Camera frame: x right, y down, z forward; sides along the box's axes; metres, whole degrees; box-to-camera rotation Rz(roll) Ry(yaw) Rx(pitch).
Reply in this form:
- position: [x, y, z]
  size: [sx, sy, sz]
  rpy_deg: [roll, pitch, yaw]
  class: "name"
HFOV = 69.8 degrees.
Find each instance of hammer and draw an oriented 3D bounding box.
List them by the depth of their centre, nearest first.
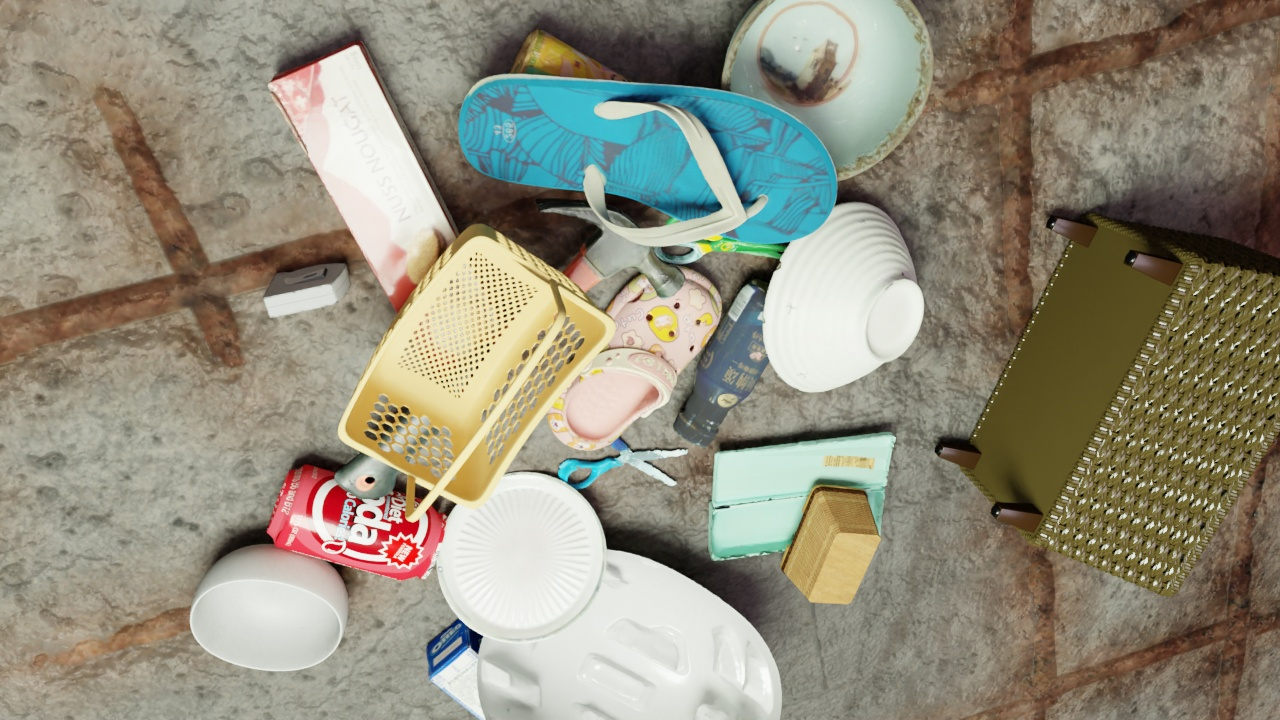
- position: [-0.125, 0.000, 0.763]
  size: [0.333, 0.033, 0.133]
  rpy_deg: [-43, 117, 8]
  class: "hammer"

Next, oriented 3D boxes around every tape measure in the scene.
- position: [-0.266, -0.059, 0.733]
  size: [0.062, 0.060, 0.020]
  rpy_deg: [-12, 116, -6]
  class: "tape measure"

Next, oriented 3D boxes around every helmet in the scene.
- position: [-0.019, 0.307, 0.872]
  size: [0.282, 0.184, 0.223]
  rpy_deg: [27, 65, -16]
  class: "helmet"

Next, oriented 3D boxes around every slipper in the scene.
- position: [0.012, -0.145, 0.679]
  size: [0.294, 0.060, 0.118]
  rpy_deg: [9, 124, -9]
  class: "slipper"
- position: [-0.005, 0.005, 0.805]
  size: [0.093, 0.081, 0.197]
  rpy_deg: [39, 98, -23]
  class: "slipper"

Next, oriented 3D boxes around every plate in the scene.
- position: [-0.109, 0.182, 0.852]
  size: [0.157, 0.014, 0.156]
  rpy_deg: [1, 70, -3]
  class: "plate"

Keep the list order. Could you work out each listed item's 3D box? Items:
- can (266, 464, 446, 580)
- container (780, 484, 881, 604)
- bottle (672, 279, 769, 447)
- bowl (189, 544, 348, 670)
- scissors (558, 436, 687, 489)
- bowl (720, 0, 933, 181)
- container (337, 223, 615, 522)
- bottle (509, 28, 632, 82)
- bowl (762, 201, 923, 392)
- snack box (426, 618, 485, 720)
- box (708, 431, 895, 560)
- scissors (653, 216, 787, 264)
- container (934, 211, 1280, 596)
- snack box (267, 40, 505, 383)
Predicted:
- position: [-0.253, 0.147, 0.821]
  size: [0.142, 0.074, 0.074]
  rpy_deg: [22, 107, -20]
  class: "can"
- position: [0.192, 0.188, 0.917]
  size: [0.063, 0.061, 0.114]
  rpy_deg: [8, 117, -16]
  class: "container"
- position: [0.083, 0.005, 0.840]
  size: [0.056, 0.056, 0.161]
  rpy_deg: [23, 108, -21]
  class: "bottle"
- position: [-0.332, 0.217, 0.835]
  size: [0.132, 0.064, 0.132]
  rpy_deg: [-2, 127, -3]
  class: "bowl"
- position: [-0.012, 0.083, 0.878]
  size: [0.133, 0.015, 0.104]
  rpy_deg: [-1, 112, -11]
  class: "scissors"
- position: [0.136, -0.230, 0.717]
  size: [0.160, 0.093, 0.160]
  rpy_deg: [-2, 125, -2]
  class: "bowl"
- position: [-0.120, 0.008, 0.657]
  size: [0.129, 0.167, 0.184]
  rpy_deg: [32, 105, -24]
  class: "container"
- position: [-0.006, -0.181, 0.730]
  size: [0.209, 0.068, 0.068]
  rpy_deg: [24, 107, -21]
  class: "bottle"
- position: [0.196, -0.044, 0.801]
  size: [0.177, 0.071, 0.177]
  rpy_deg: [-15, 117, -31]
  class: "bowl"
- position: [-0.127, 0.358, 0.954]
  size: [0.059, 0.059, 0.226]
  rpy_deg: [-39, 117, 3]
  class: "snack box"
- position: [0.161, 0.137, 0.932]
  size: [0.186, 0.033, 0.136]
  rpy_deg: [-5, 115, -11]
  class: "box"
- position: [0.072, -0.099, 0.809]
  size: [0.130, 0.014, 0.071]
  rpy_deg: [11, 141, -29]
  class: "scissors"
- position: [0.447, 0.028, 0.869]
  size: [0.205, 0.176, 0.321]
  rpy_deg: [14, 110, -14]
  class: "container"
- position: [-0.192, -0.109, 0.735]
  size: [0.076, 0.044, 0.273]
  rpy_deg: [-24, 117, -2]
  class: "snack box"
